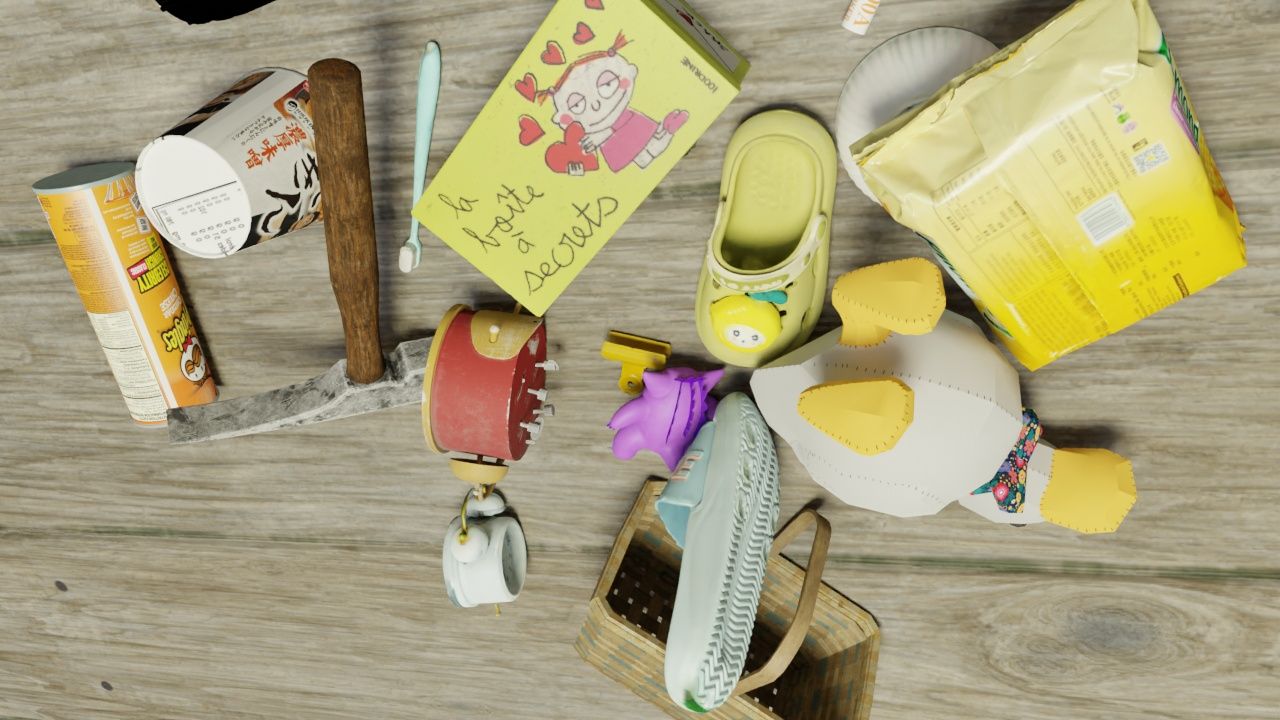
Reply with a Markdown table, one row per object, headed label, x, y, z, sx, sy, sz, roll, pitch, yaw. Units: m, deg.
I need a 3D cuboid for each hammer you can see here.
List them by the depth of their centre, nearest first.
| label | x | y | z | sx | sy | sz | roll | pitch | yaw |
| --- | --- | --- | --- | --- | --- | --- | --- | --- | --- |
| hammer | -0.236 | -0.062 | 0.632 | 0.217 | 0.037 | 0.301 | -12 | 140 | -21 |

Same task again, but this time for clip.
| label | x | y | z | sx | sy | sz | roll | pitch | yaw |
| --- | --- | --- | --- | --- | --- | --- | --- | --- | --- |
| clip | -0.004 | 0.001 | 0.729 | 0.054 | 0.044 | 0.049 | 11 | 157 | 7 |

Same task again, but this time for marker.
| label | x | y | z | sx | sy | sz | roll | pitch | yaw |
| --- | --- | --- | --- | --- | --- | --- | --- | --- | --- |
| marker | 0.157 | -0.264 | 0.534 | 0.017 | 0.017 | 0.146 | 24 | 122 | 1 |

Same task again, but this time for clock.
| label | x | y | z | sx | sy | sz | roll | pitch | yaw |
| --- | --- | --- | --- | --- | --- | --- | --- | --- | --- |
| clock | -0.110 | 0.035 | 0.716 | 0.081 | 0.117 | 0.159 | 8 | 113 | 6 |
| clock | -0.143 | 0.168 | 0.821 | 0.057 | 0.083 | 0.118 | -5 | 121 | 12 |

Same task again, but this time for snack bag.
| label | x | y | z | sx | sy | sz | roll | pitch | yaw |
| --- | --- | --- | --- | --- | --- | --- | --- | --- | --- |
| snack bag | 0.248 | -0.087 | 0.530 | 0.160 | 0.068 | 0.247 | -34 | 134 | 26 |

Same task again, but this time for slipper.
| label | x | y | z | sx | sy | sz | roll | pitch | yaw |
| --- | --- | --- | --- | --- | --- | --- | --- | --- | --- |
| slipper | 0.086 | -0.071 | 0.626 | 0.092 | 0.081 | 0.191 | 10 | 119 | 6 |
| slipper | 0.046 | 0.123 | 0.649 | 0.074 | 0.244 | 0.104 | -2 | 138 | 23 |

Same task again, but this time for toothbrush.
| label | x | y | z | sx | sy | sz | roll | pitch | yaw |
| --- | --- | --- | --- | --- | --- | --- | --- | --- | --- |
| toothbrush | -0.166 | -0.148 | 0.689 | 0.016 | 0.016 | 0.181 | 18 | 121 | 6 |

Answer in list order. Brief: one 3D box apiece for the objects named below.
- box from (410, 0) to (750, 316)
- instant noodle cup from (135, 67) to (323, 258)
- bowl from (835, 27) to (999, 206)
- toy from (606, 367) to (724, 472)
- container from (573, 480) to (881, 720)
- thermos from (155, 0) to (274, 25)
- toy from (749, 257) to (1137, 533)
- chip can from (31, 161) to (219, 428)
| label | x | y | z | sx | sy | sz | roll | pitch | yaw |
| --- | --- | --- | --- | --- | --- | --- | --- | --- | --- |
| box | -0.043 | -0.147 | 0.619 | 0.124 | 0.081 | 0.222 | 42 | 119 | -10 |
| instant noodle cup | -0.286 | -0.137 | 0.665 | 0.124 | 0.121 | 0.124 | 7 | 120 | 12 |
| bowl | 0.180 | -0.141 | 0.571 | 0.118 | 0.062 | 0.118 | 7 | 120 | 12 |
| toy | 0.025 | 0.043 | 0.709 | 0.106 | 0.056 | 0.088 | -1 | 118 | -29 |
| container | 0.086 | 0.209 | 0.742 | 0.250 | 0.157 | 0.187 | 34 | 133 | -5 |
| thermos | -0.245 | -0.281 | 0.594 | 0.199 | 0.085 | 0.086 | -12 | 115 | 21 |
| toy | 0.189 | 0.043 | 0.620 | 0.247 | 0.140 | 0.267 | 9 | 162 | 37 |
| chip can | -0.431 | -0.053 | 0.779 | 0.075 | 0.075 | 0.215 | 1 | 119 | 15 |
